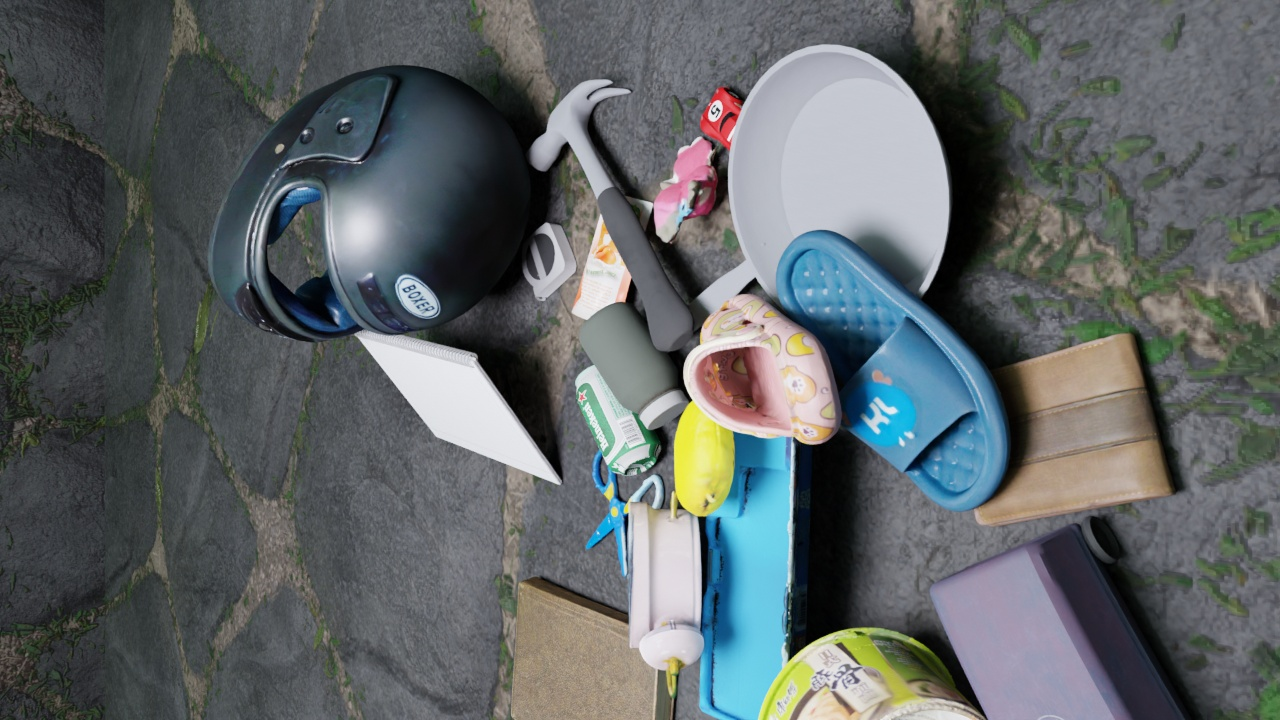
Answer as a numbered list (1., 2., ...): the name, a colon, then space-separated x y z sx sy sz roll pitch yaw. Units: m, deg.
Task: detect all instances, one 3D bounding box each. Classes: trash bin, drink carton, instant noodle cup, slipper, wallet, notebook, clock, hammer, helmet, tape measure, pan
1. trash bin: 0.250 0.186 0.530 0.094 0.092 0.160 -39 67 39
2. drink carton: -0.027 -0.097 0.867 0.069 0.038 0.122 25 102 43
3. instant noodle cup: 0.153 0.250 0.572 0.098 0.146 0.146 -170 82 -79
4. slipper: 0.073 0.013 0.642 0.197 0.081 0.093 -134 28 -73
5. wallet: 0.255 0.047 0.569 0.121 0.026 0.098 -23 71 46
6. notebook: -0.201 0.043 0.980 0.246 0.013 0.178 12 141 46
7. clock: 0.019 0.193 0.750 0.117 0.059 0.157 91 178 -73
8. hammer: -0.019 -0.136 0.827 0.125 0.029 0.310 -46 51 29
9. slipper: 0.157 0.003 0.599 0.213 0.059 0.104 56 143 18
10. helmet: -0.247 -0.141 0.916 0.236 0.249 0.315 24 69 27
11. tape measure: -0.097 -0.103 0.948 0.064 0.016 0.065 -37 64 40
12. notebook: -0.047 0.285 0.881 0.216 0.034 0.190 8 94 46
13. pan: 0.103 -0.085 0.707 0.200 0.050 0.358 64 146 12

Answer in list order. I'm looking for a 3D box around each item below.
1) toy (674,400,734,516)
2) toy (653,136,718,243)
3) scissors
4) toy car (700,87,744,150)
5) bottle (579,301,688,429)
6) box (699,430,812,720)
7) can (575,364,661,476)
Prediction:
1. toy: 0.047 0.073 0.705 0.094 0.041 0.096 -96 14 -48
2. toy: 0.046 -0.146 0.777 0.066 0.050 0.102 -40 27 39
3. scissors: -0.016 0.141 0.867 0.127 0.015 0.125 -17 77 48
4. toy car: 0.080 -0.189 0.755 0.089 0.025 0.038 53 125 33
5. bottle: -0.005 0.005 0.807 0.060 0.060 0.108 -47 68 36
6. box: 0.104 0.171 0.697 0.170 0.071 0.243 -175 86 -74
7. can: -0.021 0.054 0.840 0.053 0.053 0.101 -47 58 36
